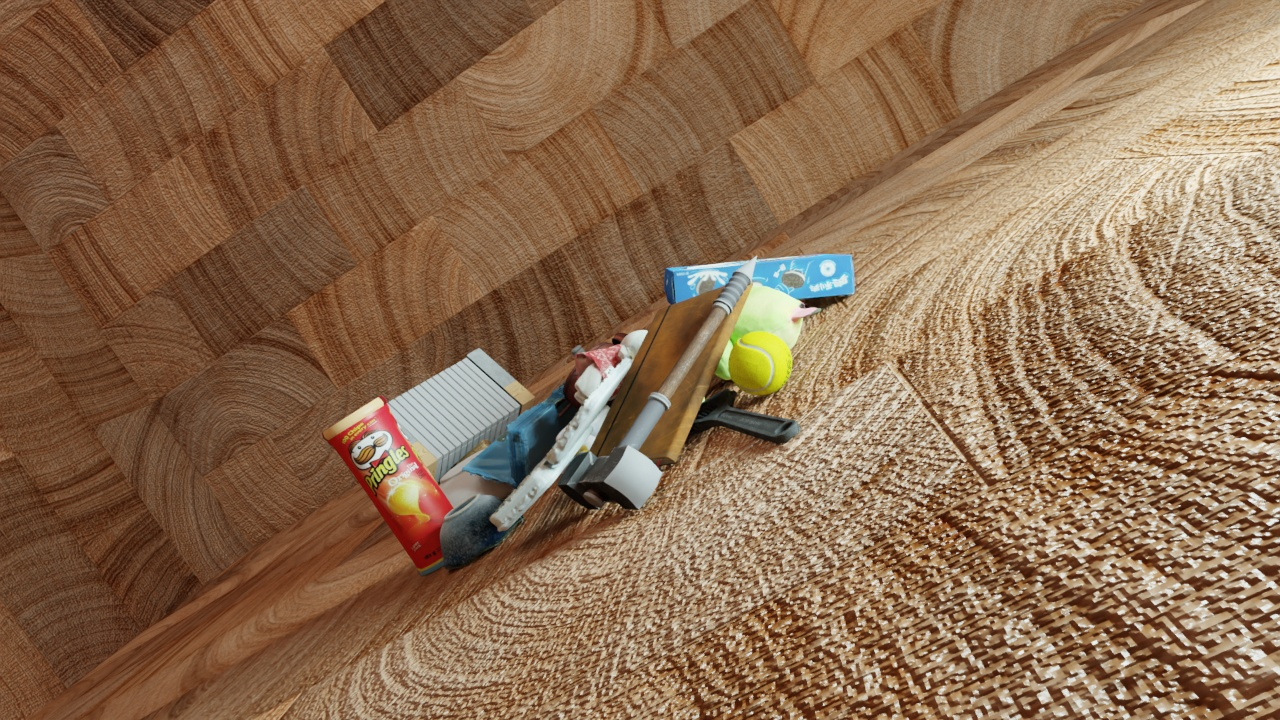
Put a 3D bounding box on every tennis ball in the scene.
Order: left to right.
[{"bbox_3d":[0.122,0.003,0.940,0.065,0.065,0.065,-32,6,4],"label":"tennis ball"}]

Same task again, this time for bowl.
[{"bbox_3d":[-0.195,0.193,1.073,0.110,0.055,0.110,-32,7,4],"label":"bowl"},{"bbox_3d":[-0.244,0.179,1.358,0.176,0.066,0.176,-32,6,4],"label":"bowl"}]

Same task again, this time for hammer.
[{"bbox_3d":[0.039,0.012,0.934,0.321,0.043,0.156,-55,15,-22],"label":"hammer"}]

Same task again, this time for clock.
[{"bbox_3d":[-0.070,0.105,1.167,0.089,0.052,0.125,-25,12,41],"label":"clock"},{"bbox_3d":[-0.043,0.028,1.311,0.157,0.072,0.121,-35,-23,-45],"label":"clock"}]

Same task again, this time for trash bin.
[{"bbox_3d":[-0.327,0.121,1.570,0.246,0.142,0.143,-34,-25,-39],"label":"trash bin"}]

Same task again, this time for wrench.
[{"bbox_3d":[0.094,0.057,0.889,0.073,0.018,0.273,-36,8,-10],"label":"wrench"}]

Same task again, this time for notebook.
[{"bbox_3d":[0.021,0.027,1.020,0.179,0.014,0.248,-17,41,52],"label":"notebook"}]

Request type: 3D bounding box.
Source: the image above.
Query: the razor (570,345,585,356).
[{"bbox_3d":[-0.071,0.026,1.472,0.047,0.116,0.088,-39,8,-15],"label":"razor"}]

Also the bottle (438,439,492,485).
[{"bbox_3d":[-0.294,0.201,1.484,0.166,0.059,0.059,-41,7,-2],"label":"bottle"}]

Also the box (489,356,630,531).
[{"bbox_3d":[-0.078,0.087,1.004,0.191,0.045,0.209,-52,0,13],"label":"box"}]

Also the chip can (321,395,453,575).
[{"bbox_3d":[-0.297,0.154,1.134,0.087,0.213,0.087,-32,6,4],"label":"chip can"}]

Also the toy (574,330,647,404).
[{"bbox_3d":[-0.007,0.007,1.189,0.193,0.084,0.159,-18,-35,-39],"label":"toy"}]

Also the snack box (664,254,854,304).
[{"bbox_3d":[0.155,-0.110,1.271,0.239,0.056,0.195,-5,7,0],"label":"snack box"}]

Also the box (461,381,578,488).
[{"bbox_3d":[-0.163,0.093,1.339,0.112,0.094,0.230,6,22,19],"label":"box"}]

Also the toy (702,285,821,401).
[{"bbox_3d":[0.109,-0.028,1.110,0.197,0.107,0.150,-42,6,4],"label":"toy"}]
